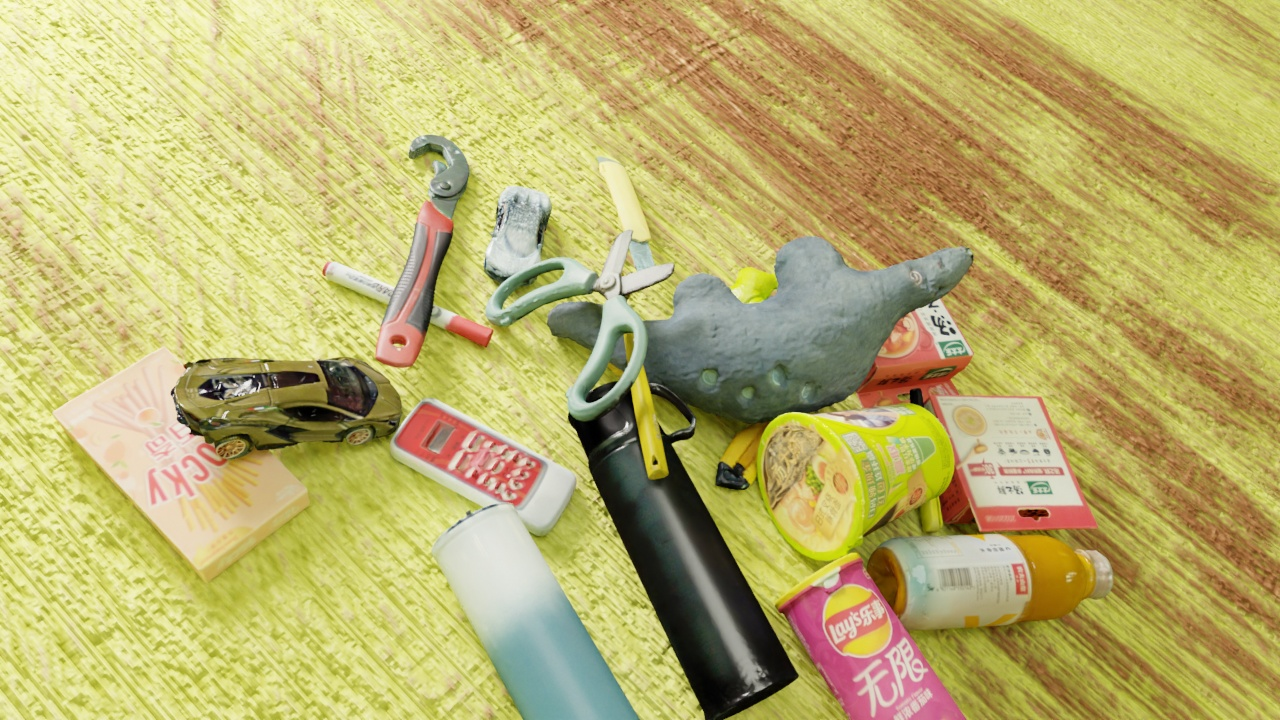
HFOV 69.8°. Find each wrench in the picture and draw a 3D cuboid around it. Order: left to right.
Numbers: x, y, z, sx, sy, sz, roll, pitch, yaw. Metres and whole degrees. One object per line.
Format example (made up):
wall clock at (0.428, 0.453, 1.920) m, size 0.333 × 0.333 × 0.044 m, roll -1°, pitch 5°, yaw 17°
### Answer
wrench at (-0.180, -0.100, 0.765) m, size 0.056 × 0.016 × 0.272 m, roll 9°, pitch 49°, yaw -13°

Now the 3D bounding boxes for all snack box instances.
snack box at (-0.310, 0.067, 0.624) m, size 0.157 × 0.026 × 0.084 m, roll 40°, pitch 56°, yaw 13°
snack box at (0.228, -0.019, 0.819) m, size 0.113 × 0.044 × 0.127 m, roll -7°, pitch 58°, yaw -26°
snack box at (0.301, 0.092, 0.769) m, size 0.113 × 0.044 × 0.127 m, roll 2°, pitch 55°, yaw -15°

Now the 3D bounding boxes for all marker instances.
marker at (-0.188, -0.046, 0.741) m, size 0.145 × 0.017 × 0.017 m, roll 23°, pitch 54°, yaw 0°
marker at (0.236, 0.081, 0.761) m, size 0.015 × 0.018 × 0.124 m, roll 5°, pitch 67°, yaw -11°

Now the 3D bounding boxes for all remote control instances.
remote control at (-0.115, 0.077, 0.676) m, size 0.136 × 0.020 × 0.055 m, roll 28°, pitch 53°, yaw 4°

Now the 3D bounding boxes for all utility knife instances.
utility knife at (-0.011, -0.133, 0.818) m, size 0.031 × 0.021 × 0.204 m, roll 4°, pitch 34°, yaw -17°
utility knife at (0.124, 0.034, 0.776) m, size 0.033 × 0.015 × 0.215 m, roll 37°, pitch 54°, yaw 8°

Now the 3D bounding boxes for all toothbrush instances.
toothbrush at (-0.004, 0.004, 0.684) m, size 0.016 × 0.017 × 0.189 m, roll -14°, pitch 53°, yaw 3°

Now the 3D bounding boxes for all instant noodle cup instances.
instant noodle cup at (0.173, 0.083, 0.707) m, size 0.123 × 0.112 × 0.111 m, roll -12°, pitch 61°, yaw -31°

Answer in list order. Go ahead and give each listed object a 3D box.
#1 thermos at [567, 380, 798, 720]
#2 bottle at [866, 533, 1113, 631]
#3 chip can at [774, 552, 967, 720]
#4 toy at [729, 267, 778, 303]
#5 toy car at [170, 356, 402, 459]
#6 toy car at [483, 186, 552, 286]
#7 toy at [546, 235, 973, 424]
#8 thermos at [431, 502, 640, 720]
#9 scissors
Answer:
thermos at (0.033, 0.122, 0.653) m, size 0.090 × 0.068 × 0.242 m, roll -24°, pitch 65°, yaw -8°
bottle at (0.267, 0.166, 0.695) m, size 0.189 × 0.068 × 0.068 m, roll 1°, pitch 57°, yaw -15°
chip can at (0.178, 0.238, 0.619) m, size 0.071 × 0.072 × 0.210 m, roll -21°, pitch 65°, yaw -27°
toy at (0.113, -0.038, 0.811) m, size 0.100 × 0.031 × 0.096 m, roll 37°, pitch 65°, yaw 17°
toy car at (-0.242, 0.027, 0.644) m, size 0.157 × 0.042 × 0.070 m, roll -2°, pitch 47°, yaw -40°
toy car at (-0.106, -0.111, 0.799) m, size 0.049 × 0.031 × 0.105 m, roll 11°, pitch 56°, yaw -8°
toy at (0.107, -0.021, 0.741) m, size 0.356 × 0.091 × 0.137 m, roll -12°, pitch 68°, yaw -1°
thermos at (-0.058, 0.197, 0.585) m, size 0.070 × 0.070 × 0.220 m, roll -23°, pitch 66°, yaw -28°
scissors at (-0.053, -0.024, 0.705) m, size 0.172 × 0.019 × 0.169 m, roll -11°, pitch 53°, yaw 23°
